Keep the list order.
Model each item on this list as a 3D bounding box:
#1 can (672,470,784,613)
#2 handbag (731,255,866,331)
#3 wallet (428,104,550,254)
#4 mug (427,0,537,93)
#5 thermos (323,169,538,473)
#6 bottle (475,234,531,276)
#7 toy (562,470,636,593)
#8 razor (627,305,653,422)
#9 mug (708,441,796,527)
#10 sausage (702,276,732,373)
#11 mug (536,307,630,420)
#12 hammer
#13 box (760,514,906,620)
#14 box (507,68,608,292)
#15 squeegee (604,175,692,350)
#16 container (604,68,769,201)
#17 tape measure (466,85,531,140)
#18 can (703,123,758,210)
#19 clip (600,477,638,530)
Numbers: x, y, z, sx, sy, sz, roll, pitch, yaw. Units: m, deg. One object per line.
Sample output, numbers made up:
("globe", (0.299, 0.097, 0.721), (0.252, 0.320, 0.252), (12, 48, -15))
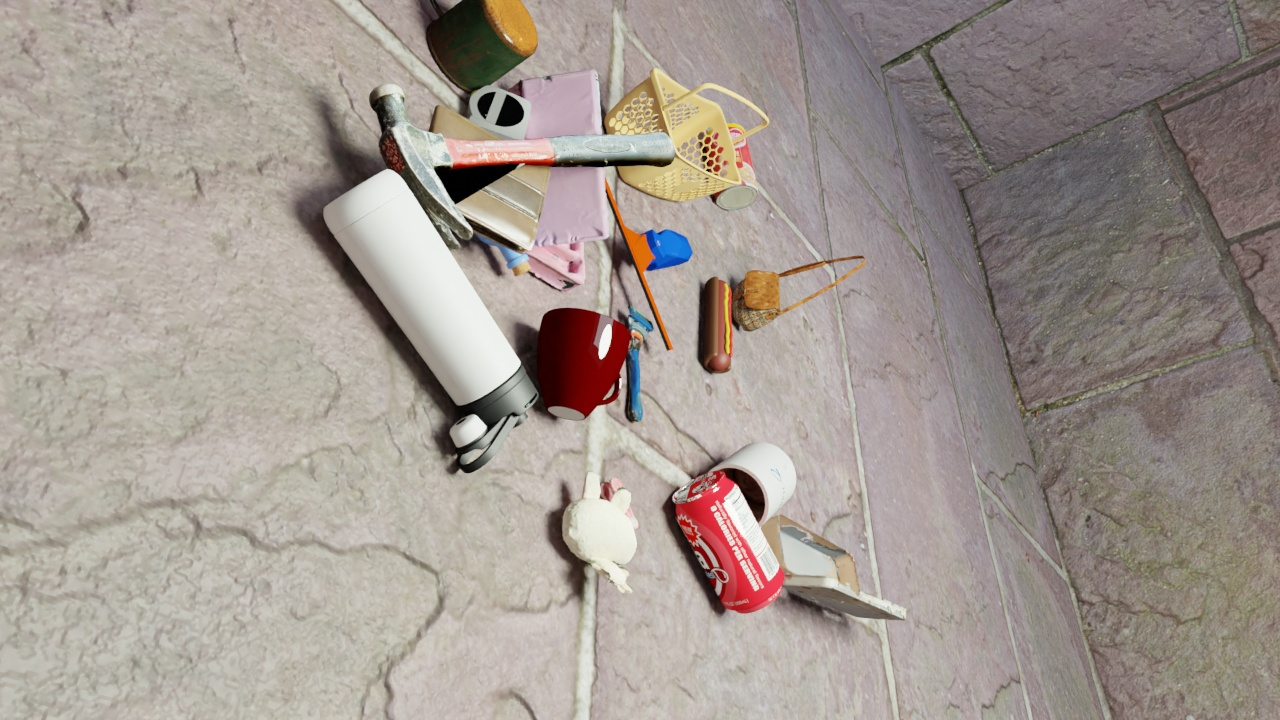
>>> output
("can", (0.094, 0.195, 0.981), (0.142, 0.075, 0.074), (62, 30, -8))
("handbag", (0.216, -0.108, 1.275), (0.043, 0.196, 0.093), (53, 29, -34))
("wallet", (-0.141, -0.160, 0.824), (0.121, 0.027, 0.098), (23, 63, -31))
("mug", (-0.166, -0.342, 0.936), (0.111, 0.081, 0.084), (56, 31, -17))
("thermos", (-0.170, -0.031, 0.730), (0.230, 0.069, 0.101), (58, 43, -16))
("bottle", (-0.141, -0.141, 0.867), (0.131, 0.048, 0.047), (63, 30, -6))
("toy", (-0.035, 0.157, 0.824), (0.087, 0.050, 0.112), (31, 48, -45))
("razor", (-0.006, 0.006, 1.013), (0.044, 0.018, 0.140), (37, 44, -41))
("mug", (0.124, 0.164, 1.062), (0.096, 0.083, 0.120), (-21, 115, -61))
("sausage", (0.103, -0.048, 1.206), (0.040, 0.040, 0.155), (43, 37, -35))
("mug", (-0.053, 0.014, 0.875), (0.114, 0.087, 0.088), (38, 57, -48))
("hammer", (-0.083, -0.183, 0.844), (0.325, 0.037, 0.140), (-15, 80, -44))
("box", (0.245, 0.266, 1.157), (0.217, 0.096, 0.114), (33, 40, -45))
("box", (-0.075, -0.200, 0.958), (0.099, 0.107, 0.232), (32, 44, -46))
("squeegee", (0.028, -0.136, 1.135), (0.249, 0.055, 0.184), (69, 19, 4))
("container", (0.069, -0.294, 1.198), (0.183, 0.167, 0.129), (4, 66, -58))
("tape measure", (-0.146, -0.249, 0.937), (0.064, 0.017, 0.064), (17, 55, -10))
("can", (0.140, -0.299, 1.419), (0.066, 0.067, 0.124), (26, 49, -49))
("clip", (-0.018, 0.141, 0.881), (0.023, 0.044, 0.060), (21, 66, -56))
